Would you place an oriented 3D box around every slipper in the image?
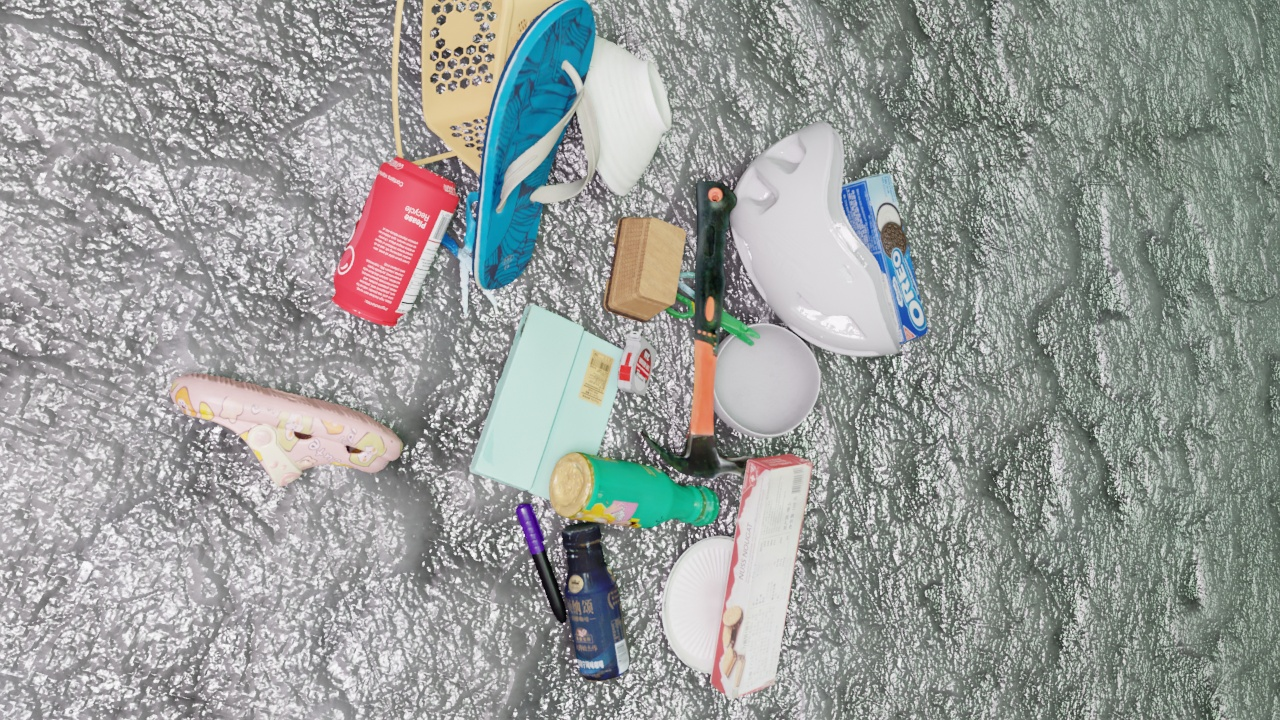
[{"bbox_3d":[-0.095,-0.184,0.856,0.118,0.060,0.296,-24,142,-48],"label":"slipper"},{"bbox_3d":[-0.304,0.069,0.788,0.197,0.093,0.081,21,85,-30],"label":"slipper"}]

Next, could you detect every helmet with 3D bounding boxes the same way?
[{"bbox_3d":[0.222,-0.126,1.078,0.282,0.184,0.223,51,25,-3],"label":"helmet"}]

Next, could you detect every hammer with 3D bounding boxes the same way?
[{"bbox_3d":[0.074,-0.035,1.028,0.133,0.033,0.333,4,89,-1],"label":"hammer"}]

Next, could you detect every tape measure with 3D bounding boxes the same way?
[{"bbox_3d":[-0.006,0.006,1.012,0.060,0.020,0.062,44,59,-66],"label":"tape measure"}]

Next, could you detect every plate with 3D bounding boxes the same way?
[{"bbox_3d":[0.087,0.283,1.069,0.156,0.014,0.157,3,84,-33],"label":"plate"}]

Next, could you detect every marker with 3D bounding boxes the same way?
[{"bbox_3d":[-0.100,0.210,0.950,0.018,0.015,0.134,-25,100,-41],"label":"marker"}]

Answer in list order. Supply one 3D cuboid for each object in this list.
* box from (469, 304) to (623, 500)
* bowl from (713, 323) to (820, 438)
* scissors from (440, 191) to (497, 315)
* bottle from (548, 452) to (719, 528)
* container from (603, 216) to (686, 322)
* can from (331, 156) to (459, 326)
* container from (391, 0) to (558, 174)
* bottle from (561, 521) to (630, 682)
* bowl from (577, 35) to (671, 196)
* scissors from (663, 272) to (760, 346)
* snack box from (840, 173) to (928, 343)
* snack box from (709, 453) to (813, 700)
[{"bbox_3d":[-0.090,0.051,0.967,0.136,0.033,0.186,23,74,-25],"label":"box"},{"bbox_3d":[0.140,0.025,1.088,0.131,0.064,0.131,1,84,-11],"label":"bowl"},{"bbox_3d":[-0.188,-0.106,0.925,0.103,0.015,0.133,-1,91,-37],"label":"scissors"},{"bbox_3d":[0.002,0.146,0.986,0.209,0.068,0.068,17,76,-41],"label":"bottle"},{"bbox_3d":[0.008,-0.105,1.022,0.063,0.061,0.114,17,77,-31],"label":"container"},{"bbox_3d":[-0.224,-0.108,0.837,0.074,0.074,0.142,22,98,-30],"label":"can"},{"bbox_3d":[-0.158,-0.276,0.845,0.166,0.184,0.129,-27,56,-36],"label":"container"},{"bbox_3d":[-0.049,0.250,0.956,0.056,0.056,0.161,-11,92,-34],"label":"bottle"},{"bbox_3d":[-0.012,-0.268,0.961,0.177,0.071,0.177,-13,90,-74],"label":"bowl"},{"bbox_3d":[0.087,-0.059,1.062,0.130,0.014,0.070,28,62,9],"label":"scissors"},{"bbox_3d":[0.326,-0.135,1.240,0.059,0.060,0.226,-17,95,-38],"label":"snack box"},{"bbox_3d":[0.134,0.240,1.027,0.076,0.044,0.273,-3,105,-39],"label":"snack box"}]
